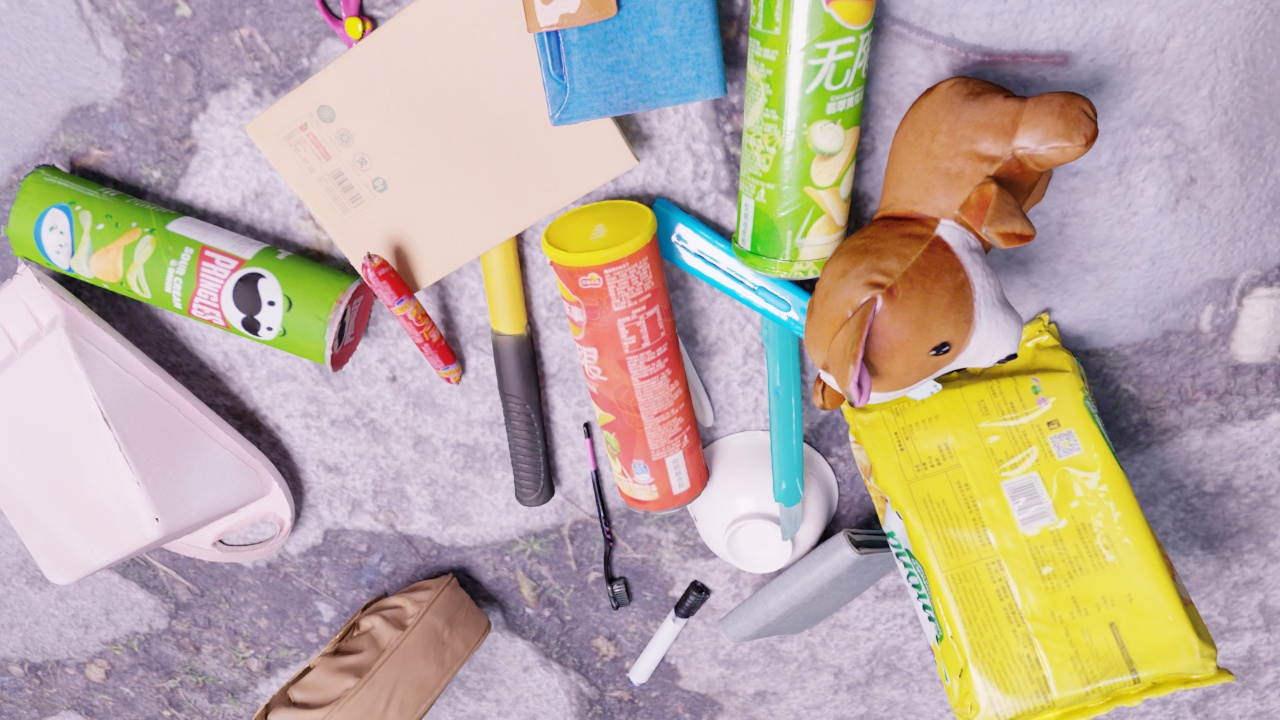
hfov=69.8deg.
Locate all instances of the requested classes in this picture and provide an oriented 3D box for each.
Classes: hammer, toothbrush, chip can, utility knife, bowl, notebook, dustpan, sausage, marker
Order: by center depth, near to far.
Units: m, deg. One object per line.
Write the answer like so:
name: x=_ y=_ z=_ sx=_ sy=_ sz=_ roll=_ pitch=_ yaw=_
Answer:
chip can: x=0.093 y=-0.154 z=0.520 sx=0.072 sy=0.072 sz=0.222 roll=5 pitch=120 yaw=7
notebook: x=-0.125 y=-0.134 z=0.568 sx=0.208 sy=0.008 sz=0.148 roll=-26 pitch=113 yaw=21
utility knife: x=0.096 y=-0.036 z=0.592 sx=0.218 sy=0.018 sz=0.034 roll=32 pitch=109 yaw=4
chip can: x=-0.004 y=0.004 z=0.616 sx=0.073 sy=0.073 sz=0.217 roll=-6 pitch=124 yaw=13
sausage: x=-0.153 y=-0.025 z=0.632 sx=0.020 sy=0.020 sz=0.156 roll=-4 pitch=147 yaw=12
utility knife: x=0.098 y=0.040 z=0.633 sx=0.029 sy=0.013 sz=0.176 roll=-6 pitch=97 yaw=-17
toothbrush: x=0.020 y=-0.026 z=0.641 sx=0.016 sy=0.016 sz=0.180 roll=-5 pitch=122 yaw=31
chip can: x=-0.311 y=-0.064 z=0.642 sx=0.236 sy=0.072 sz=0.072 roll=20 pitch=121 yaw=-1
hammer: x=-0.093 y=-0.024 z=0.650 sx=0.129 sy=0.032 sz=0.301 roll=1 pitch=120 yaw=10
bowl: x=0.088 y=0.118 z=0.682 sx=0.118 sy=0.064 sz=0.118 roll=4 pitch=121 yaw=7
toothbrush: x=-0.028 y=0.130 z=0.739 sx=0.018 sy=0.014 sz=0.189 roll=-7 pitch=118 yaw=2
dustpan: x=-0.416 y=0.067 z=0.742 sx=0.223 sy=0.138 sz=0.273 roll=-22 pitch=96 yaw=31
marker: x=0.023 y=0.238 z=0.790 sx=0.022 sy=0.018 sz=0.131 roll=20 pitch=121 yaw=-13

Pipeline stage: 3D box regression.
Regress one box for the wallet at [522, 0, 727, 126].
wallet: x=-0.011 y=-0.201 z=0.495 sx=0.106 sy=0.040 sz=0.133 roll=-10 pitch=114 yaw=-2

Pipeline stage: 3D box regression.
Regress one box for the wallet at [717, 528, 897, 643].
wallet: x=0.134 y=0.168 z=0.697 sx=0.106 sy=0.037 sz=0.130 roll=11 pitch=132 yaw=-48

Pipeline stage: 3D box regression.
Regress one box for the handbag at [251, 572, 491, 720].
handbag: x=-0.221 y=0.258 z=0.741 sx=0.148 sy=0.203 sz=0.100 roll=-32 pitch=99 yaw=38

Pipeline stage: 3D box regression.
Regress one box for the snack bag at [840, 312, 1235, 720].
snack bag: x=0.236 y=0.105 z=0.573 sx=0.158 sy=0.068 sz=0.246 roll=-22 pitch=71 yaw=12

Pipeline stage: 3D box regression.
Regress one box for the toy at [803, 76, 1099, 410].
toy: x=0.165 y=-0.053 z=0.515 sx=0.130 sy=0.140 sz=0.199 roll=37 pitch=87 yaw=14

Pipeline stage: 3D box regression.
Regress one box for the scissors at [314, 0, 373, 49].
scissors: x=-0.165 y=-0.180 z=0.573 sx=0.134 sy=0.017 sz=0.133 roll=-1 pitch=111 yaw=21
